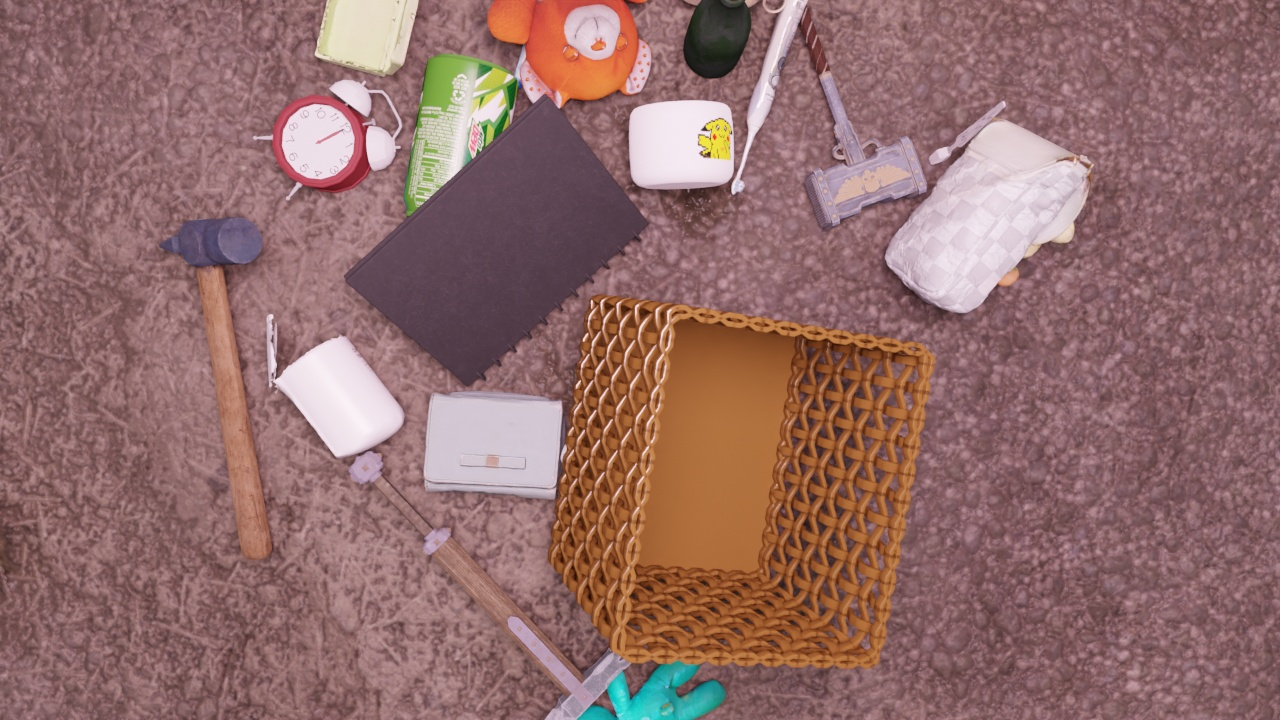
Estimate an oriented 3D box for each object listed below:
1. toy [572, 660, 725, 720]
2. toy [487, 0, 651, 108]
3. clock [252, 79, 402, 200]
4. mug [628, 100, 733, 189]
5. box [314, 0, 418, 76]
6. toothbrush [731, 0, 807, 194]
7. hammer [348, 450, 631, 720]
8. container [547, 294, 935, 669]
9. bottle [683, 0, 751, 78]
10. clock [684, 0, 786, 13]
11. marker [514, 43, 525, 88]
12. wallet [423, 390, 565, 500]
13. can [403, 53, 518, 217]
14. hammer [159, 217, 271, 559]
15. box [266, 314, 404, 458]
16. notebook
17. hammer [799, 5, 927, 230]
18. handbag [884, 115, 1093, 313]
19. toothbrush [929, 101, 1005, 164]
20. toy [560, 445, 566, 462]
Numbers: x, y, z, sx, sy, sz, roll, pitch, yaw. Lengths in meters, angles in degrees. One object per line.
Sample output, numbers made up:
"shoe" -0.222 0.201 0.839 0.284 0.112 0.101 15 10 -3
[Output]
"toy" -0.010 0.354 0.878 0.193 0.072 0.130 -35 88 -7
"toy" -0.059 -0.317 0.815 0.163 0.093 0.172 -17 104 -14
"clock" -0.282 -0.204 0.847 0.124 0.044 0.087 -27 94 2
"mug" 0.045 -0.193 0.835 0.115 0.094 0.068 -8 98 -43
"box" -0.224 -0.355 0.832 0.134 0.061 0.188 14 93 37
"toothbrush" 0.112 -0.242 0.838 0.024 0.022 0.186 25 102 35
"hammer" -0.154 0.208 0.845 0.147 0.028 0.317 -43 96 -11
"container" 0.067 0.088 0.761 0.219 0.214 0.251 8 94 -19
"bottle" 0.070 -0.289 0.782 0.055 0.174 0.055 0 93 -1
"clock" 0.076 -0.357 0.831 0.141 0.054 0.093 41 93 12
"marker" -0.096 -0.324 0.858 0.013 0.013 0.142 16 93 -2
"wallet" -0.137 0.081 0.867 0.131 0.054 0.100 2 96 -5
"can" -0.163 -0.194 0.830 0.083 0.083 0.144 11 93 -2
"hammer" -0.380 0.031 0.850 0.129 0.040 0.322 4 104 38
"box" -0.295 0.018 0.842 0.091 0.081 0.160 -35 92 -14
"notebook" -0.120 -0.098 0.825 0.231 0.019 0.169 -42 129 2
"hammer" 0.163 -0.290 0.854 0.098 0.044 0.322 -20 91 0
"handbag" 0.315 -0.120 0.833 0.123 0.112 0.172 29 107 -36
"toothbrush" 0.277 -0.193 0.789 0.010 0.181 0.010 -17 88 3
"toy" -0.038 0.088 0.867 0.075 0.037 0.125 11 100 -38
